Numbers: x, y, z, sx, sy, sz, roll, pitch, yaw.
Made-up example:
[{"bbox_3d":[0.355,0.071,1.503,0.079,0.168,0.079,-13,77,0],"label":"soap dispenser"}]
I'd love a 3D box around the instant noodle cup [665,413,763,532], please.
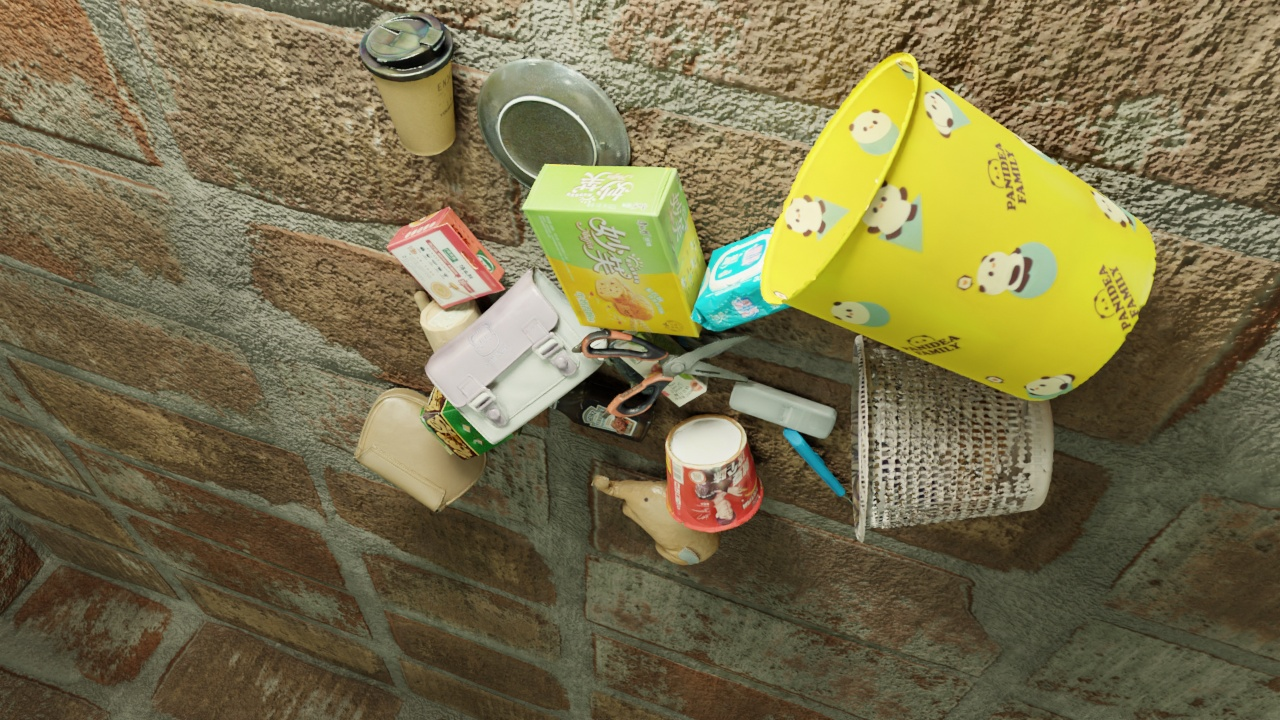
[{"bbox_3d":[0.095,0.148,1.245,0.138,0.137,0.109,7,131,22],"label":"instant noodle cup"}]

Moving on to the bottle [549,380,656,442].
[{"bbox_3d":[-0.080,0.059,1.279,0.195,0.043,0.080,17,142,-5],"label":"bottle"}]

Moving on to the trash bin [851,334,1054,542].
[{"bbox_3d":[0.329,0.085,0.994,0.192,0.226,0.228,0,137,11],"label":"trash bin"}]

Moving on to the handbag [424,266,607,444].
[{"bbox_3d":[-0.160,-0.004,1.177,0.197,0.098,0.145,-37,107,18],"label":"handbag"}]

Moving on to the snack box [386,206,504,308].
[{"bbox_3d":[-0.239,-0.131,1.166,0.127,0.044,0.113,-11,129,39],"label":"snack box"}]

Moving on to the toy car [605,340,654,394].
[{"bbox_3d":[-0.007,0.007,1.210,0.090,0.034,0.043,45,141,-21],"label":"toy car"}]

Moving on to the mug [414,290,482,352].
[{"bbox_3d":[-0.259,-0.038,1.270,0.125,0.084,0.104,30,150,39],"label":"mug"}]

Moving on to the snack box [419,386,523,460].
[{"bbox_3d":[-0.239,0.068,1.359,0.106,0.118,0.117,-16,128,25],"label":"snack box"}]

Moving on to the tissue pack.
[{"bbox_3d":[0.117,-0.089,0.980,0.134,0.093,0.050,-20,129,42],"label":"tissue pack"}]

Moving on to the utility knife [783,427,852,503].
[{"bbox_3d":[0.250,0.152,1.244,0.187,0.018,0.034,47,-178,-33],"label":"utility knife"}]

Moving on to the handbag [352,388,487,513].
[{"bbox_3d":[-0.352,0.140,1.476,0.204,0.147,0.100,36,178,-12],"label":"handbag"}]

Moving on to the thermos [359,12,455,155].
[{"bbox_3d":[-0.232,-0.284,0.951,0.093,0.092,0.143,17,149,10],"label":"thermos"}]

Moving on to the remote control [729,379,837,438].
[{"bbox_3d":[0.183,0.061,1.180,0.136,0.020,0.056,18,142,8],"label":"remote control"}]

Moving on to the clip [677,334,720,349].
[{"bbox_3d":[0.072,-0.024,1.146,0.056,0.026,0.024,16,141,31],"label":"clip"}]

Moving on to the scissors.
[{"bbox_3d":[0.024,0.007,1.128,0.227,0.015,0.189,-34,123,23],"label":"scissors"}]

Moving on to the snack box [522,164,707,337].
[{"bbox_3d":[-0.019,-0.118,1.019,0.158,0.069,0.210,7,147,22],"label":"snack box"}]

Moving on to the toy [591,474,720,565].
[{"bbox_3d":[0.029,0.232,1.419,0.144,0.082,0.226,-27,117,36],"label":"toy"}]

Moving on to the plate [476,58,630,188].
[{"bbox_3d":[-0.097,-0.237,0.979,0.179,0.024,0.180,15,141,12],"label":"plate"}]

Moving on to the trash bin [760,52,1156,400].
[{"bbox_3d":[0.271,-0.099,0.792,0.255,0.229,0.230,25,143,-9],"label":"trash bin"}]

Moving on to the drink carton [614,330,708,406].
[{"bbox_3d":[0.028,0.000,1.172,0.122,0.045,0.054,40,129,-21],"label":"drink carton"}]
